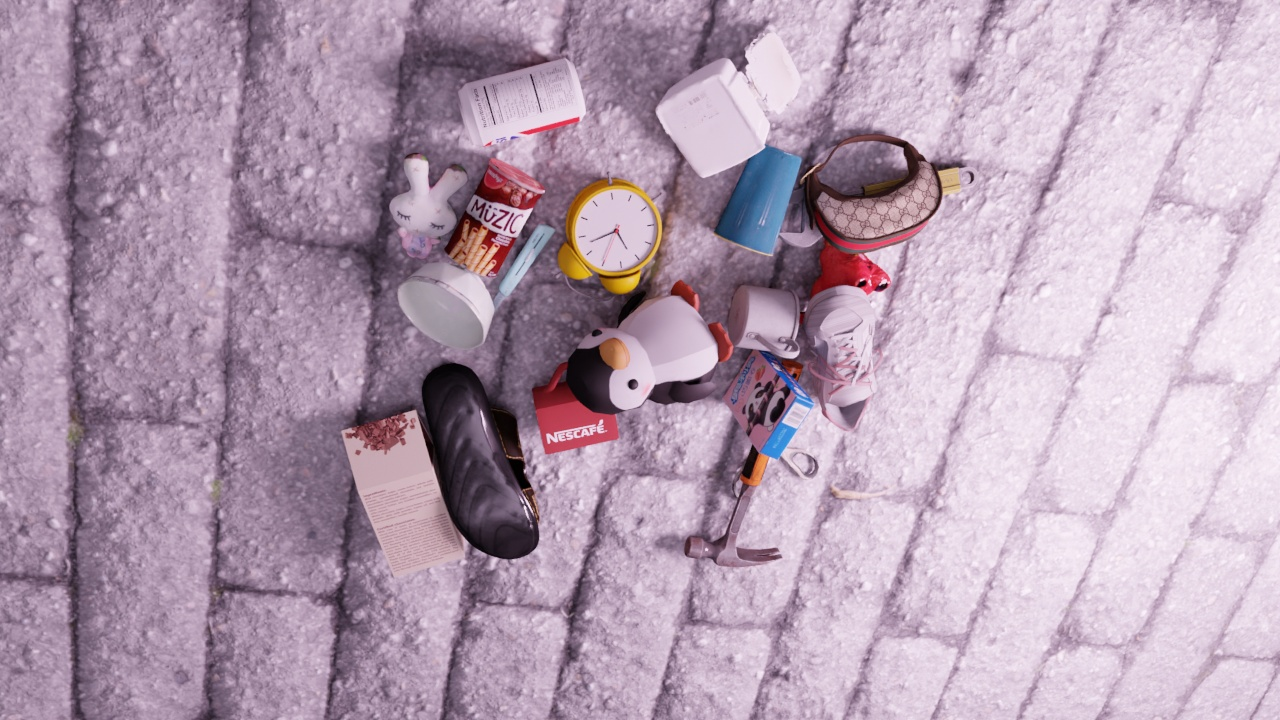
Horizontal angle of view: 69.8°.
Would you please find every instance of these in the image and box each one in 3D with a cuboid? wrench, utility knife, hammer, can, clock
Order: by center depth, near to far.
[{"bbox_3d":[-0.132,-0.286,1.018,0.132,0.070,0.070,-16,115,-4],"label":"can"},{"bbox_3d":[-0.037,-0.146,1.109,0.113,0.052,0.152,19,105,-18],"label":"clock"},{"bbox_3d":[-0.151,-0.109,1.124,0.022,0.015,0.141,30,108,-22],"label":"utility knife"},{"bbox_3d":[0.299,-0.203,1.157,0.273,0.018,0.083,-12,93,-7],"label":"wrench"},{"bbox_3d":[0.172,0.149,1.270,0.137,0.035,0.315,13,109,-12],"label":"hammer"}]

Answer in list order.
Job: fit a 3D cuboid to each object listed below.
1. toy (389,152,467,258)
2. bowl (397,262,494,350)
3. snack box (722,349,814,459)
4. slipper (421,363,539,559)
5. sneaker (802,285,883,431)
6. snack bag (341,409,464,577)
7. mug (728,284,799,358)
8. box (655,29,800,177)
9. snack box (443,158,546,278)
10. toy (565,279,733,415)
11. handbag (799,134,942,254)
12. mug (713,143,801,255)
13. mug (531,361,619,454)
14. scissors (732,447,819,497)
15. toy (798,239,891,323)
[{"bbox_3d":[-0.248,-0.176,1.062,0.079,0.038,0.123,10,114,-22],"label":"toy"},{"bbox_3d":[-0.222,-0.073,1.086,0.117,0.061,0.118,19,146,13],"label":"bowl"},{"bbox_3d":[0.160,0.052,1.175,0.033,0.154,0.088,24,107,-22],"label":"snack box"},{"bbox_3d":[-0.203,0.130,1.179,0.113,0.075,0.268,-20,97,3],"label":"slipper"},{"bbox_3d":[0.262,0.007,1.164,0.099,0.089,0.236,-17,140,2],"label":"sneaker"},{"bbox_3d":[-0.302,0.165,1.180,0.094,0.070,0.206,-16,115,-4],"label":"snack bag"},{"bbox_3d":[0.158,-0.044,1.157,0.070,0.113,0.084,7,127,-12],"label":"mug"},{"bbox_3d":[0.115,-0.311,1.063,0.152,0.131,0.107,-22,122,34],"label":"box"},{"bbox_3d":[-0.170,-0.164,1.063,0.072,0.072,0.121,26,106,-20],"label":"snack box"},{"bbox_3d":[-0.007,0.007,1.112,0.183,0.159,0.140,-23,155,-31],"label":"toy"},{"bbox_3d":[0.278,-0.207,1.122,0.166,0.063,0.138,-18,77,-3],"label":"handbag"},{"bbox_3d":[0.146,-0.197,1.112,0.078,0.078,0.121,16,104,-17],"label":"mug"},{"bbox_3d":[-0.086,0.054,1.167,0.096,0.080,0.116,-12,116,-6],"label":"mug"},{"bbox_3d":[0.180,0.132,1.292,0.171,0.012,0.158,33,102,-21],"label":"scissors"},{"bbox_3d":[0.247,-0.100,1.189,0.088,0.094,0.133,7,142,-46],"label":"toy"}]
